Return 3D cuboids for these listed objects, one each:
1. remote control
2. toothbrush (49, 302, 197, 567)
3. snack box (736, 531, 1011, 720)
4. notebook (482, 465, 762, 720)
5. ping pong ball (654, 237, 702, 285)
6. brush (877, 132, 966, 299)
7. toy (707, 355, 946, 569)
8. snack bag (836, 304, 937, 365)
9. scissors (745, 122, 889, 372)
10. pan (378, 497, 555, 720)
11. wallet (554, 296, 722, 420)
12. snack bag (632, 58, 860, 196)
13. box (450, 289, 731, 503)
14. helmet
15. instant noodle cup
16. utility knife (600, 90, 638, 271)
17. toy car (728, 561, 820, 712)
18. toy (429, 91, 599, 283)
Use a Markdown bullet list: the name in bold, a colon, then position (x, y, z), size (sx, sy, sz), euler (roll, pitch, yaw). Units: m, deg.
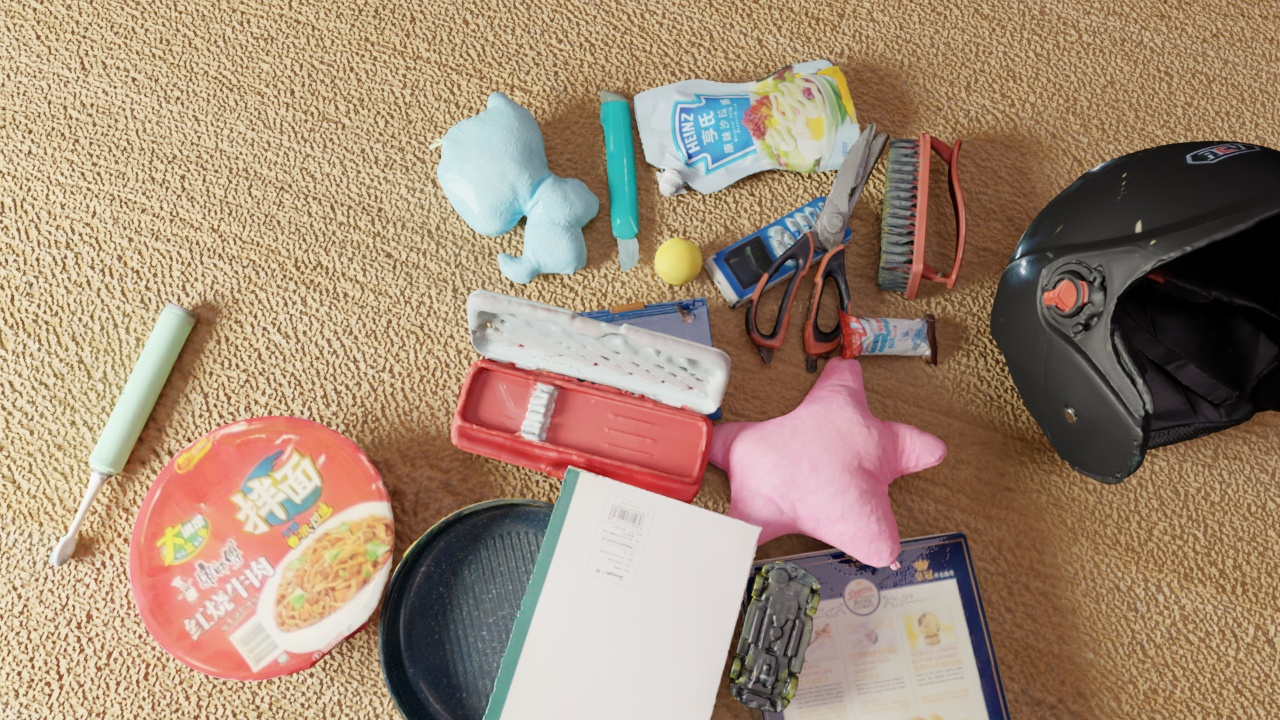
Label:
- **remote control**: position (0.120, -0.094, 0.793), size (0.125, 0.024, 0.049), euler (-29, 76, -10)
- **toothbrush**: position (-0.417, 0.057, 0.739), size (0.027, 0.026, 0.224), euler (4, 69, 41)
- **snack box**: position (0.172, 0.232, 0.689), size (0.178, 0.046, 0.182), euler (-8, 74, -2)
- **notebook**: position (-0.013, 0.195, 0.641), size (0.150, 0.012, 0.209), euler (18, 78, 0)
- **ping pong ball**: position (0.032, -0.084, 0.780), size (0.040, 0.040, 0.040), euler (0, 74, -1)
- **brush**: position (0.243, -0.129, 0.786), size (0.069, 0.063, 0.145), euler (5, 72, 12)
- **toy**: position (0.133, 0.093, 0.705), size (0.194, 0.075, 0.178), euler (-29, 52, -7)
- **snack bag**: position (0.206, -0.020, 0.764), size (0.104, 0.026, 0.048), euler (5, 74, -18)
- **scissors**: position (0.168, -0.095, 0.777), size (0.207, 0.015, 0.192), euler (-27, 94, -9)
- **pan**: position (-0.071, 0.275, 0.652), size (0.198, 0.078, 0.357), euler (-15, 85, 1)
- **wallet**: position (-0.004, 0.004, 0.755), size (0.133, 0.040, 0.106), euler (-8, 80, 0)
- **snack bag**: position (0.094, -0.208, 0.820), size (0.191, 0.039, 0.110), euler (-10, 84, -3)
- **box**: position (-0.039, 0.025, 0.702), size (0.201, 0.073, 0.155), euler (14, 114, 4)
- **helmet**: position (0.382, -0.044, 0.662), size (0.233, 0.275, 0.230), euler (-12, 47, -14)
- **instant noodle cup**: position (-0.277, 0.142, 0.697), size (0.194, 0.066, 0.193), euler (0, 73, -1)
- **utility knife**: position (-0.018, -0.162, 0.816), size (0.029, 0.013, 0.179), euler (-5, 73, 1)
- **toy car**: position (0.096, 0.196, 0.657), size (0.048, 0.032, 0.105), euler (16, 81, 6)
- **toy**: position (-0.111, -0.150, 0.793), size (0.156, 0.050, 0.161), euler (14, 82, -5)
